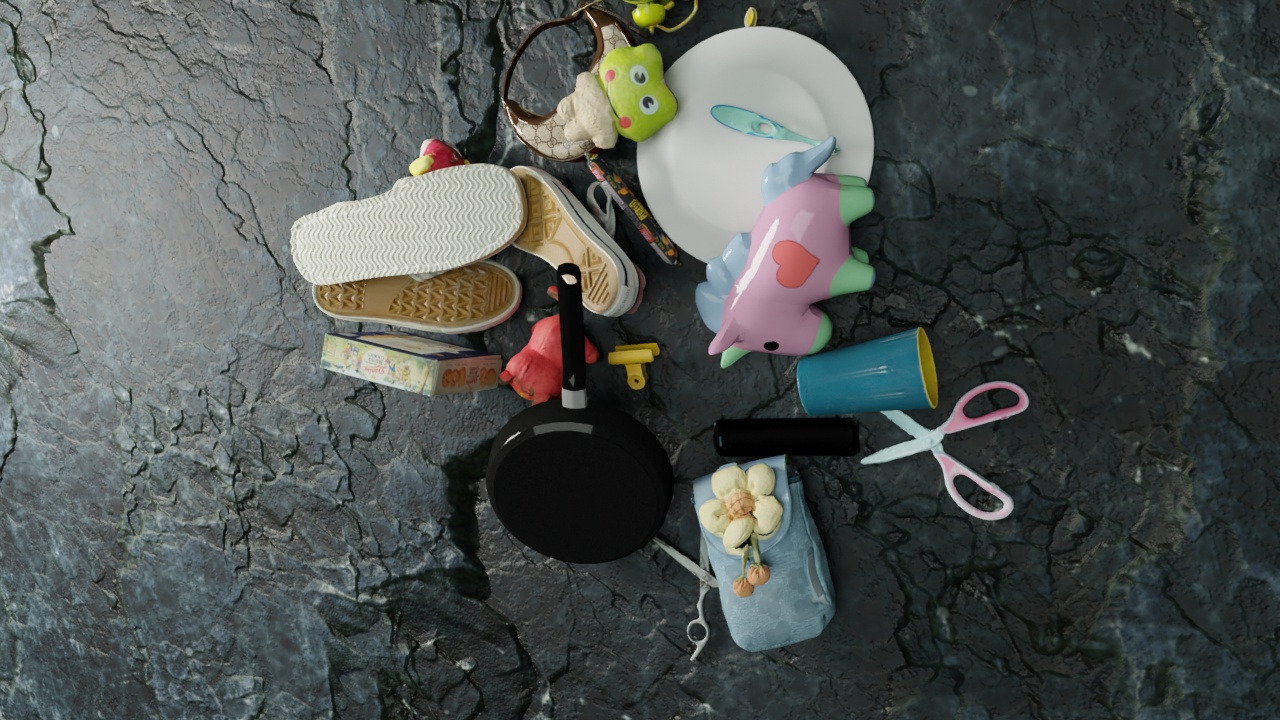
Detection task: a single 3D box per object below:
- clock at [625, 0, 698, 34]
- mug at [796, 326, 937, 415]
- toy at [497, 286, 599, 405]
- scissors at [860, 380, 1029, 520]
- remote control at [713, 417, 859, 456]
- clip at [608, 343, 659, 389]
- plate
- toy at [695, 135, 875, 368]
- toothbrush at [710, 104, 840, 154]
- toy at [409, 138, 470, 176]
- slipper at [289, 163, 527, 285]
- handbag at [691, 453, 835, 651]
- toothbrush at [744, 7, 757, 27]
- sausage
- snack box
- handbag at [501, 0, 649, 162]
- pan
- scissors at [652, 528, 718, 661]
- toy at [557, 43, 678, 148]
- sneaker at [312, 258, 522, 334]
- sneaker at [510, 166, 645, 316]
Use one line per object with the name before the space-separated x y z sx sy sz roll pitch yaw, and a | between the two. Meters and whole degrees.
clock | 0.013 -0.389 0.929 0.083 0.057 0.119 -33 83 20
mug | 0.219 0.016 0.892 0.122 0.078 0.078 -11 92 27
toy | -0.099 -0.012 0.995 0.088 0.094 0.133 19 102 19
scissors | 0.304 0.091 0.898 0.171 0.014 0.168 -22 88 21
remote control | 0.149 0.081 0.951 0.152 0.020 0.041 -3 96 20
clip | -0.006 0.005 0.997 0.054 0.045 0.048 -4 70 20
plate | 0.109 -0.210 0.924 0.243 0.016 0.242 4 102 18
toy | 0.135 -0.099 0.882 0.171 0.120 0.222 -4 115 6
toothbrush | 0.130 -0.224 0.895 0.135 0.017 0.022 22 113 13
toy | -0.236 -0.178 1.047 0.105 0.067 0.137 31 113 17
slipper | -0.250 -0.143 0.992 0.273 0.054 0.114 -13 91 12
handbag | 0.121 0.195 0.922 0.122 0.118 0.192 -15 85 15
toothbrush | 0.100 -0.288 0.929 0.021 0.016 0.135 13 100 14
sausage | -0.007 -0.158 0.960 0.020 0.020 0.155 -35 104 20
snack box | -0.253 0.001 1.028 0.145 0.144 0.042 14 97 19
handbag | -0.068 -0.293 0.961 0.138 0.063 0.167 45 106 0
pan | -0.068 0.070 0.946 0.204 0.044 0.356 3 121 6
scissors | 0.070 0.251 1.004 0.142 0.014 0.175 14 102 16
toy | -0.026 -0.256 0.907 0.118 0.043 0.092 -18 104 10
sneaker | -0.250 -0.073 1.058 0.235 0.079 0.087 1 88 3
sneaker | -0.063 -0.129 0.975 0.241 0.087 0.118 46 123 33
